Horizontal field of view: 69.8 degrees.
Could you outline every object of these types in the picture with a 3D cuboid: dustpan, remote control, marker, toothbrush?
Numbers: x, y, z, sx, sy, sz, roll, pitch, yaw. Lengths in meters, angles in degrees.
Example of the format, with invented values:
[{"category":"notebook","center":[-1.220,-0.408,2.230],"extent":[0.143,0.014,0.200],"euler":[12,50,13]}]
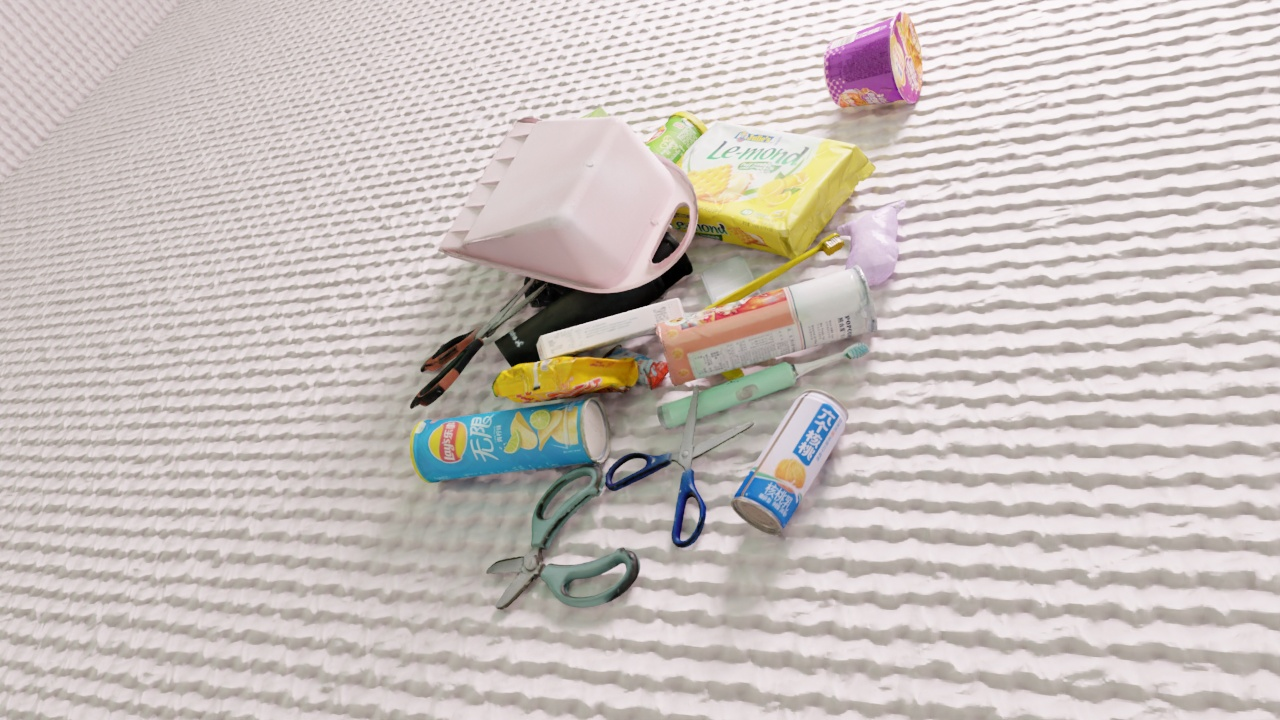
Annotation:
[{"category":"dustpan","center":[-0.077,-0.177,1.101],"extent":[0.274,0.139,0.222],"euler":[6,61,45]},{"category":"remote control","center":[0.109,-0.065,1.031],"extent":[0.056,0.020,0.135],"euler":[-24,44,7]},{"category":"marker","center":[0.075,-0.008,1.003],"extent":[0.018,0.015,0.124],"euler":[-34,40,-10]},{"category":"toothbrush","center":[0.124,0.024,0.938],"extent":[0.225,0.026,0.027],"euler":[-20,20,10]},{"category":"toothbrush","center":[0.140,-0.086,1.008],"extent":[0.190,0.016,0.016],"euler":[-30,50,-2]}]

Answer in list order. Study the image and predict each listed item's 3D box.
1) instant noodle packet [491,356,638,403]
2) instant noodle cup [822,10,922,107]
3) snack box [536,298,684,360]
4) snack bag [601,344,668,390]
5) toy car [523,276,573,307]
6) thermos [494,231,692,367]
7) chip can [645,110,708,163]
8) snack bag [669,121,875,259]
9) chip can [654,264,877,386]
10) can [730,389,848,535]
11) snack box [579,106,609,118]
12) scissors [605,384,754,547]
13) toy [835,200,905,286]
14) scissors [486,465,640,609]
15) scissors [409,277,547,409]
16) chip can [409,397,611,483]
[{"category":"instant noodle packet","center":[-0.077,0.020,0.974],"extent":[0.111,0.128,0.044],"euler":[-13,82,38]},{"category":"instant noodle cup","center":[0.292,-0.371,1.160],"extent":[0.099,0.111,0.111],"euler":[-4,48,37]},{"category":"snack box","center":[-0.035,-0.031,1.007],"extent":[0.156,0.085,0.027],"euler":[-15,88,-10]},{"category":"snack bag","center":[-0.006,0.006,1.023],"extent":[0.104,0.026,0.048],"euler":[22,55,40]},{"category":"toy car","center":[-0.107,-0.087,1.152],"extent":[0.091,0.043,0.034],"euler":[5,12,33]},{"category":"thermos","center":[-0.057,-0.065,1.091],"extent":[0.242,0.068,0.090],"euler":[-35,34,-7]},{"category":"chip can","center":[0.002,-0.231,1.202],"extent":[0.073,0.072,0.220],"euler":[24,64,41]},{"category":"snack bag","center":[0.137,-0.205,1.109],"extent":[0.247,0.068,0.157],"euler":[23,65,40]},{"category":"chip can","center":[0.127,-0.034,0.940],"extent":[0.215,0.071,0.071],"euler":[-16,45,6]},{"category":"can","center":[0.140,0.092,0.847],"extent":[0.053,0.053,0.134],"euler":[18,61,38]},{"category":"snack box","center":[-0.128,-0.235,1.240],"extent":[0.209,0.070,0.158],"euler":[-54,25,-22]},{"category":"scissors","center":[0.035,0.102,0.905],"extent":[0.163,0.012,0.172],"euler":[-9,58,32]},{"category":"toy","center":[0.249,-0.123,0.998],"extent":[0.084,0.039,0.107],"euler":[-21,45,35]},{"category":"scissors","center":[-0.066,0.187,0.891],"extent":[0.181,0.019,0.170],"euler":[26,70,39]},{"category":"scissors","center":[-0.202,-0.024,1.115],"extent":[0.227,0.015,0.188],"euler":[-25,29,37]},{"category":"chip can","center":[-0.141,0.086,0.988],"extent":[0.211,0.071,0.071],"euler":[-9,47,21]}]
